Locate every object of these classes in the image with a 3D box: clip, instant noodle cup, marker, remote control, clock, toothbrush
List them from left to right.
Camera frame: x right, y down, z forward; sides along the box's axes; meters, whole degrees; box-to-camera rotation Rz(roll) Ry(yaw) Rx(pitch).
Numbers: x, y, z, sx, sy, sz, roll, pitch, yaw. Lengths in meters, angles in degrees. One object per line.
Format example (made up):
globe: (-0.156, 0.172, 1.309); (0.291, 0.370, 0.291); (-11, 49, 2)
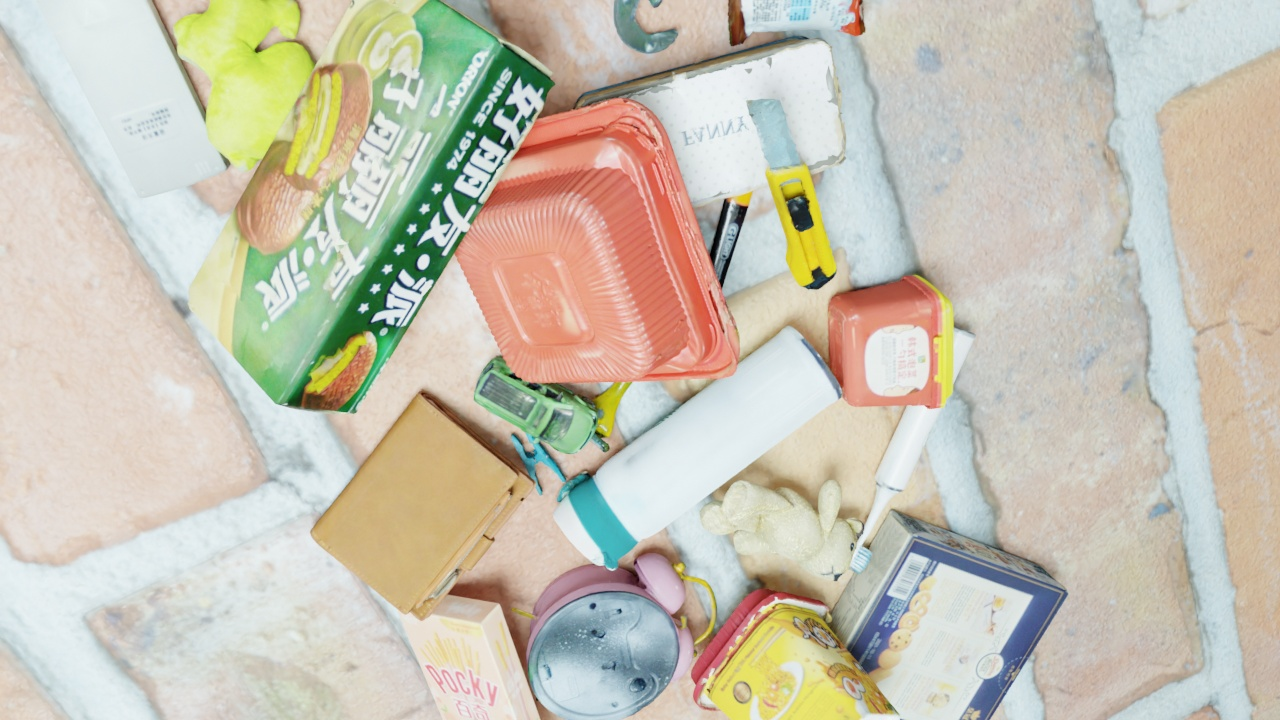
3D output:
remote control: (-0.297, -0.167, 0.536); (0.056, 0.019, 0.135); (-21, 113, -6)
clip: (-0.077, 0.073, 0.680); (0.041, 0.014, 0.056); (-28, 114, -5)
instant noodle cup: (-0.039, -0.056, 0.566); (0.078, 0.165, 0.189); (-44, 120, -44)
clock: (-0.014, 0.213, 0.719); (0.158, 0.060, 0.117); (-13, 110, -8)
marker: (0.065, -0.100, 0.654); (0.018, 0.015, 0.124); (11, 105, -17)
instant noodle cup: (0.124, 0.260, 0.719); (0.116, 0.123, 0.116); (27, 102, -49)
toothbrush: (0.214, 0.075, 0.747); (0.026, 0.026, 0.221); (25, 104, 19)

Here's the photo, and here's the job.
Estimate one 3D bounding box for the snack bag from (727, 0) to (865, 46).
snack bag: (0.106, -0.237, 0.611); (0.104, 0.026, 0.048); (-10, 116, -10)

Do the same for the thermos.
thermos: (0.037, 0.065, 0.677); (0.224, 0.073, 0.073); (-36, 113, -1)

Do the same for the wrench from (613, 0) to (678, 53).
wrench: (0.080, -0.309, 0.585); (0.273, 0.016, 0.056); (-46, 114, 4)

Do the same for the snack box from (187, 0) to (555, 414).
snack box: (-0.162, -0.096, 0.538); (0.240, 0.114, 0.063); (-55, 153, 10)

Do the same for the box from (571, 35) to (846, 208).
box: (0.051, -0.152, 0.598); (0.184, 0.060, 0.090); (-14, 110, -3)

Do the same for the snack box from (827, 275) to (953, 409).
snack box: (0.184, -0.011, 0.683); (0.080, 0.082, 0.091); (-7, 110, -1)

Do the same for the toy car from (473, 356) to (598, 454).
toy car: (-0.074, 0.033, 0.646); (0.091, 0.036, 0.043); (28, 98, -4)

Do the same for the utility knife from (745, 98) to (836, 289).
utility knife: (0.100, -0.100, 0.597); (0.033, 0.015, 0.217); (-24, 150, 9)

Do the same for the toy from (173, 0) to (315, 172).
toy: (-0.228, -0.168, 0.546); (0.096, 0.031, 0.100); (-47, 115, -6)

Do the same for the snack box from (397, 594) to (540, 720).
snack box: (-0.122, 0.248, 0.694); (0.085, 0.026, 0.157); (0, 116, 32)

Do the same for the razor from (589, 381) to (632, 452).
razor: (-0.004, 0.004, 0.665); (0.043, 0.028, 0.133); (37, 101, 7)

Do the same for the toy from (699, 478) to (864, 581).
toy: (0.111, 0.130, 0.708); (0.157, 0.066, 0.105); (26, 121, -38)

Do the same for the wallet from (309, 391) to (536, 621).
wallet: (-0.153, 0.104, 0.646); (0.108, 0.031, 0.132); (39, 96, 1)

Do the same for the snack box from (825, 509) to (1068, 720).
snack box: (0.254, 0.242, 0.805); (0.182, 0.046, 0.178); (22, 102, -20)
